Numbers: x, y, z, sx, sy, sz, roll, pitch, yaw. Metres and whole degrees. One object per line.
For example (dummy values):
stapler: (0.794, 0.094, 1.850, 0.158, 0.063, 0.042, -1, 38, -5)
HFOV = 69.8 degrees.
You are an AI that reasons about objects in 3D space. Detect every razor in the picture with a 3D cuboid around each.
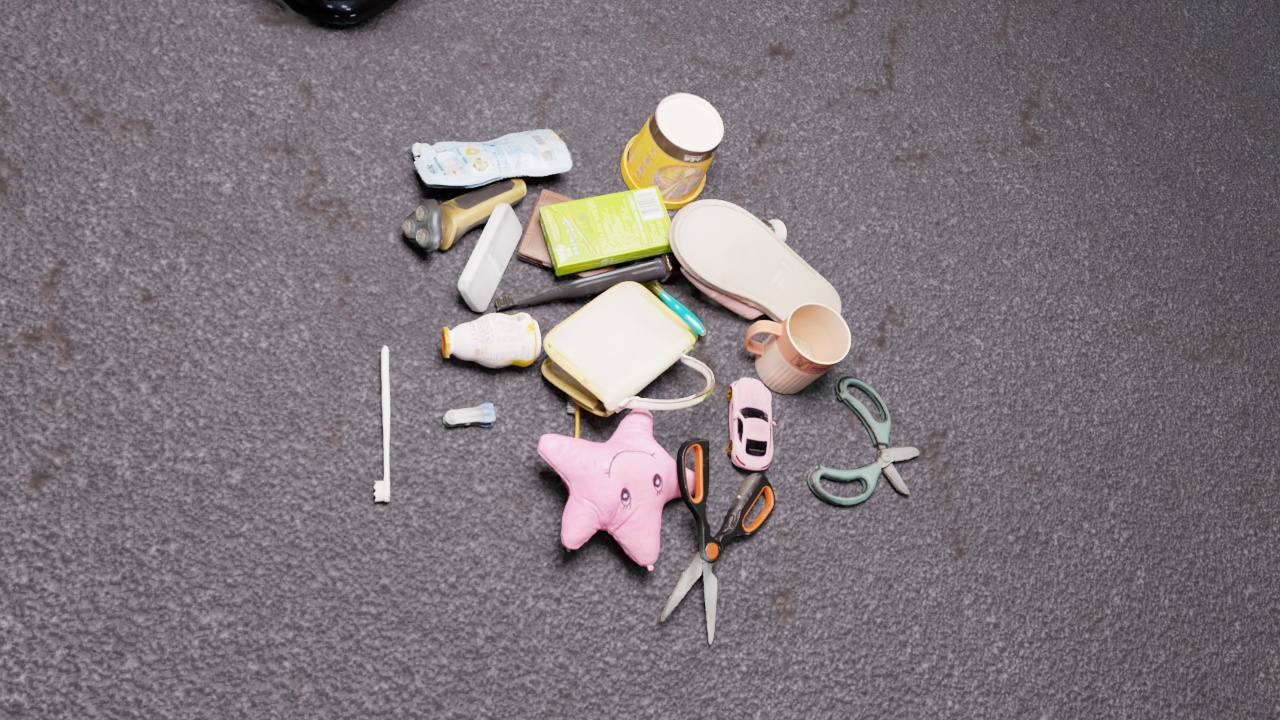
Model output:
razor: (-0.208, -0.184, 1.112, 0.062, 0.068, 0.167, 34, 49, 30)
razor: (0.034, -0.077, 1.161, 0.132, 0.028, 0.043, 43, 92, 5)

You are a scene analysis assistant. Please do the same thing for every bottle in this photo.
bottle: (-0.171, -0.022, 1.047, 0.108, 0.063, 0.063, -3, 67, -20)
bottle: (0.105, -0.154, 1.212, 0.194, 0.044, 0.080, -14, 75, -25)

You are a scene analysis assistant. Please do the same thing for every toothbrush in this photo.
toothbrush: (-0.281, 0.067, 0.998, 0.016, 0.016, 0.180, -1, 67, -13)
toothbrush: (-0.079, 0.122, 1.040, 0.018, 0.016, 0.191, 4, 65, -5)
toothbrush: (-0.073, -0.089, 1.117, 0.212, 0.026, 0.027, -14, 74, -11)

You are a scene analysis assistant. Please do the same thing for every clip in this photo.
clip: (-0.192, 0.064, 1.028, 0.058, 0.037, 0.025, -5, 70, -24)

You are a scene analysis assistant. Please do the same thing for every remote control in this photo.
remote control: (-0.179, -0.124, 1.098, 0.020, 0.056, 0.135, 8, 60, 22)

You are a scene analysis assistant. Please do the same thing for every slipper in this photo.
slipper: (0.146, -0.112, 1.175, 0.274, 0.054, 0.114, 29, 86, -25)

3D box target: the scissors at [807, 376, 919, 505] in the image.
scissors: (0.272, 0.102, 1.166, 0.171, 0.019, 0.170, -12, 69, -21)

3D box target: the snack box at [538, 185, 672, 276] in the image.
snack box: (-0.040, -0.162, 1.134, 0.156, 0.026, 0.085, -14, 72, -15)

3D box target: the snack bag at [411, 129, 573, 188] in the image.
snack bag: (-0.189, -0.253, 1.151, 0.190, 0.039, 0.110, -15, 53, -25)

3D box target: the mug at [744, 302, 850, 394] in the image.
mug: (0.184, -0.016, 1.139, 0.114, 0.106, 0.081, 14, 63, -12)

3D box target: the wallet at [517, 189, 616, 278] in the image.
wallet: (-0.085, -0.150, 1.155, 0.124, 0.032, 0.101, 20, 65, -9)

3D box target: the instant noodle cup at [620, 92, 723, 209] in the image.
instant noodle cup: (0.045, -0.280, 1.209, 0.118, 0.115, 0.118, 7, 64, -15)

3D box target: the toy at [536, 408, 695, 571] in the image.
toy: (-0.012, 0.145, 1.017, 0.194, 0.075, 0.178, -12, 76, -35)

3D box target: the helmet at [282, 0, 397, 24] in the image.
helmet: (-0.362, -0.557, 1.135, 0.233, 0.231, 0.273, 32, 50, -13)

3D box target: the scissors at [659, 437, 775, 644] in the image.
scissors: (0.078, 0.192, 1.037, 0.220, 0.022, 0.228, -27, 99, -38)

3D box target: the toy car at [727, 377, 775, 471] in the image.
toy car: (0.135, 0.076, 1.122, 0.056, 0.037, 0.122, 10, 63, -16)

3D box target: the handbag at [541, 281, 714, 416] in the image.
handbag: (-0.006, 0.006, 1.069, 0.179, 0.063, 0.163, 39, 56, 20)
